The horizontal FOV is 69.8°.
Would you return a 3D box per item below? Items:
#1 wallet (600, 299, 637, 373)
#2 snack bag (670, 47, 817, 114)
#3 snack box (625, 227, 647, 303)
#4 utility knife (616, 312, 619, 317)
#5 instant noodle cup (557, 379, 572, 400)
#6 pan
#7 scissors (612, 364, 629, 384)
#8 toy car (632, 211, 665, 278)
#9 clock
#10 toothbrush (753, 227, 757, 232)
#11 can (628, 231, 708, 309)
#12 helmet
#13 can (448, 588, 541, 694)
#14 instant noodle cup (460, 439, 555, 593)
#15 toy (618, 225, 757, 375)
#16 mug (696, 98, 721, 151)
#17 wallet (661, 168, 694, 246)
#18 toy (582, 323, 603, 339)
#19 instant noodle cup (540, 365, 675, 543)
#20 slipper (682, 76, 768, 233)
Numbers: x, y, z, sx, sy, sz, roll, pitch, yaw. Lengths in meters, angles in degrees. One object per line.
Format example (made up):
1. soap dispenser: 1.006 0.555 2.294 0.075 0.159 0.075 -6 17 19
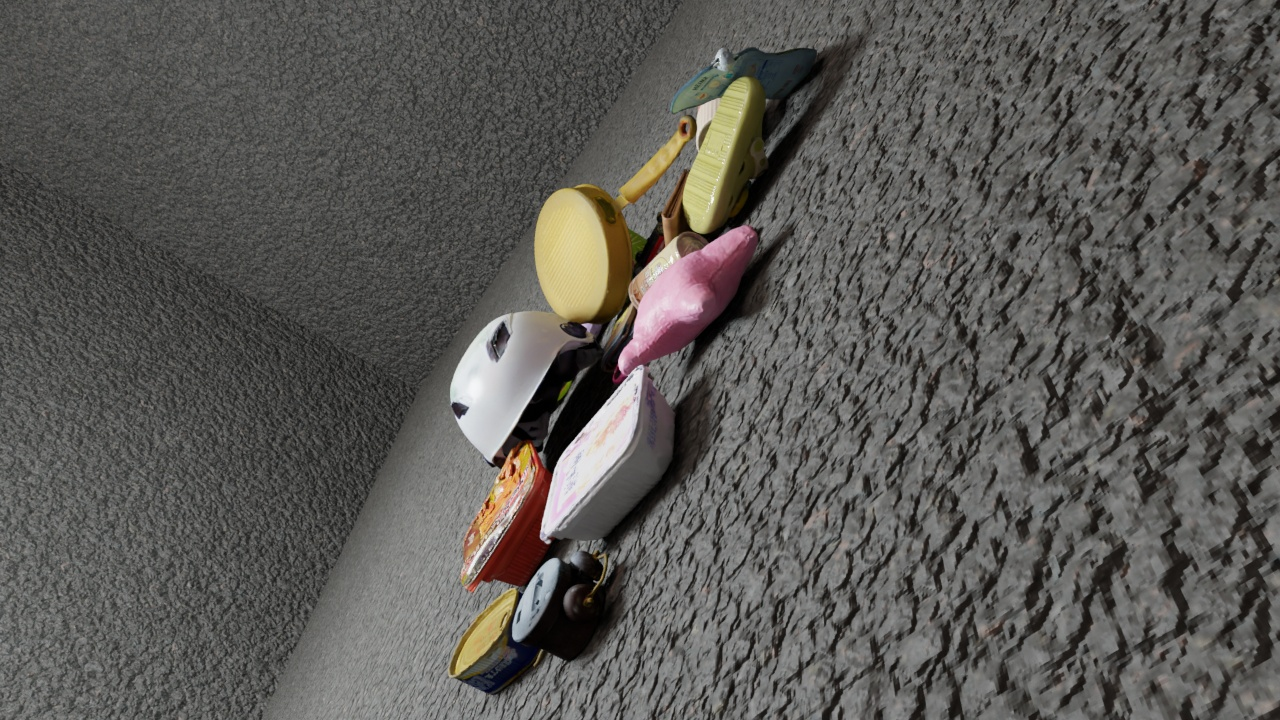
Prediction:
1. wallet: -0.014 -0.046 1.223 0.090 0.033 0.115 -49 15 36
2. snack bag: 0.127 -0.346 1.122 0.190 0.039 0.111 -18 -5 -41
3. snack box: -0.037 -0.158 1.404 0.026 0.085 0.156 -48 18 34
4. utility knife: -0.022 -0.116 1.420 0.187 0.020 0.031 -87 15 -53
5. instant noodle cup: -0.173 0.026 1.460 0.111 0.111 0.124 -63 8 -14
6. pan: -0.036 -0.194 1.241 0.197 0.078 0.359 61 140 22
7. scissors: -0.006 0.005 1.121 0.131 0.017 0.133 -64 16 2
8. toy car: 0.027 -0.160 1.282 0.121 0.045 0.052 -57 12 30
9. clock: -0.068 0.221 0.837 0.122 0.055 0.082 -51 16 24
10. toothbrush: 0.095 -0.138 1.087 0.017 0.014 0.189 -51 13 -11
11. can: 0.037 -0.103 1.116 0.117 0.058 0.058 -40 24 49
12. helmet: -0.174 0.023 1.255 0.229 0.146 0.258 -58 -8 12
13. can: -0.145 0.293 0.952 0.149 0.049 0.074 -47 20 37
14. instant noodle cup: -0.149 0.191 1.104 0.164 0.079 0.189 -58 16 2
15. toy: 0.058 -0.076 0.980 0.195 0.074 0.178 -41 13 40
16. mug: 0.112 -0.302 1.235 0.105 0.081 0.115 -81 7 -52
17. wallet: 0.052 -0.175 1.180 0.101 0.020 0.115 82 -160 -44
18. toy: -0.079 -0.053 1.421 0.107 0.039 0.084 -63 16 -21
19. instant noodle cup: -0.026 0.104 0.920 0.174 0.060 0.137 -51 17 30
20. slipper: 0.116 -0.237 1.090 0.091 0.081 0.191 -125 50 -60
